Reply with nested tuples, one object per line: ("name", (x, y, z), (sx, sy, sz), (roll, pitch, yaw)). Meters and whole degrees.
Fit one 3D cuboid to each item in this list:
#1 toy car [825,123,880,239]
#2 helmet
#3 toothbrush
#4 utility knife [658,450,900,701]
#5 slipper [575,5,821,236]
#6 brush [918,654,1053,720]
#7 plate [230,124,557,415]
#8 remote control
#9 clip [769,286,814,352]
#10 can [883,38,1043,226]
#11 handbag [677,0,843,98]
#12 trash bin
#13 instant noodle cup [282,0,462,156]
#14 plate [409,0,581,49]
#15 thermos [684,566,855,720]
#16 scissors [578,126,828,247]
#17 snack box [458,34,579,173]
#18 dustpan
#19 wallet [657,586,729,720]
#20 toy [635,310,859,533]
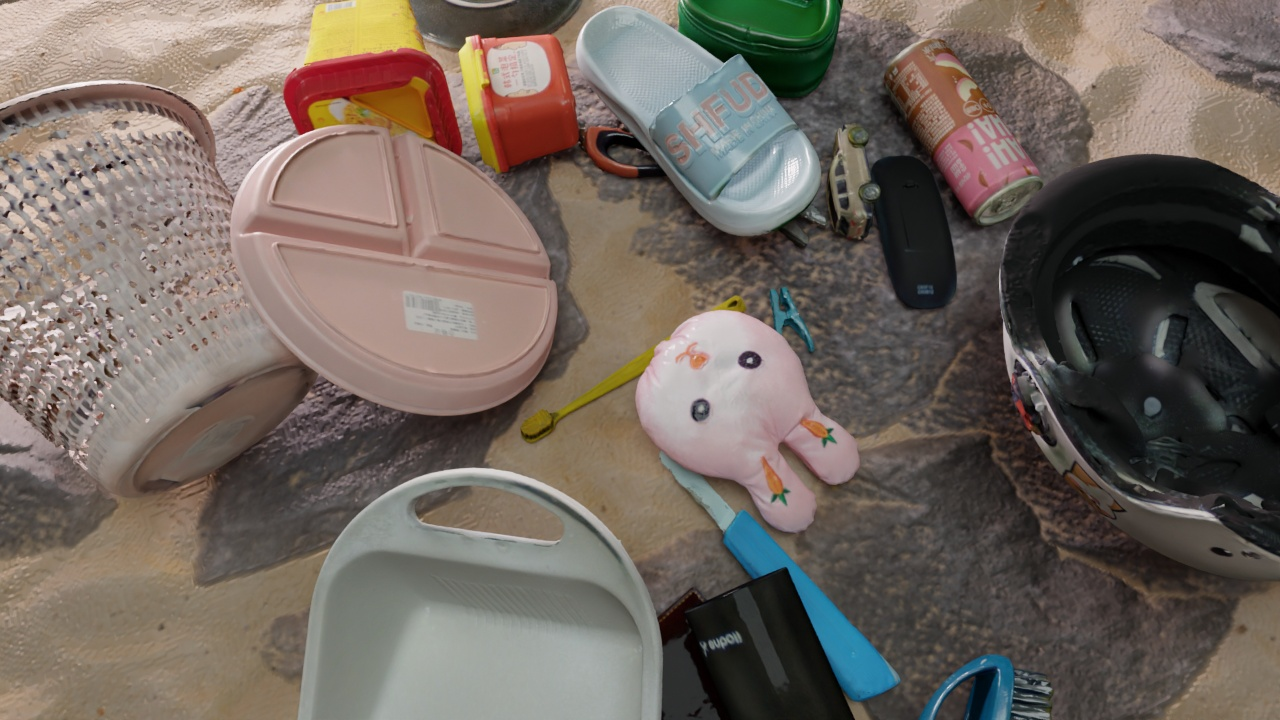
("toy car", (0.161, -0.139, 0.704), (0.035, 0.042, 0.090), (-2, 67, 2))
("helmet", (0.344, 0.017, 0.575), (0.230, 0.157, 0.274), (-30, 59, -9))
("toothbrush", (-0.004, 0.004, 0.660), (0.190, 0.017, 0.015), (-31, 71, -12))
("utility knife", (0.083, 0.133, 0.604), (0.034, 0.018, 0.216), (-33, 70, -25))
("slipper", (0.043, -0.197, 0.697), (0.104, 0.074, 0.245), (-37, 70, -16))
("brush", (0.192, 0.242, 0.536), (0.073, 0.055, 0.143), (17, 69, 7))
("plate", (-0.151, -0.069, 0.616), (0.229, 0.028, 0.229), (23, 47, -28))
("remote control", (0.208, -0.103, 0.698), (0.053, 0.024, 0.136), (-5, 67, 0))
("clip", (0.108, -0.029, 0.675), (0.038, 0.013, 0.055), (-10, 69, -4))
("can", (0.247, -0.178, 0.710), (0.058, 0.058, 0.147), (-22, 69, -8))
("handbag", (0.099, -0.286, 0.753), (0.131, 0.068, 0.120), (17, 67, 7))
("trash bin", (-0.323, -0.029, 0.589), (0.227, 0.228, 0.192), (-39, 85, -14))
("instant noodle cup", (-0.206, -0.212, 0.710), (0.116, 0.116, 0.123), (-11, 56, -5))
("plate", (-0.136, -0.347, 0.807), (0.179, 0.024, 0.179), (-1, 68, 1))
("thermos", (0.113, 0.237, 0.514), (0.090, 0.068, 0.242), (-33, 74, 30))
("scissors", (0.042, -0.153, 0.728), (0.204, 0.015, 0.202), (-10, 67, -4))
("snack box", (-0.093, -0.204, 0.713), (0.080, 0.082, 0.091), (-12, 66, -3))
("dustpan", (-0.094, 0.202, 0.500), (0.223, 0.143, 0.257), (5, 64, 13))
("wallet", (0.020, 0.216, 0.571), (0.122, 0.020, 0.096), (-37, 71, -16))
("toy", (0.074, 0.038, 0.628), (0.159, 0.054, 0.121), (42, 71, 8))
